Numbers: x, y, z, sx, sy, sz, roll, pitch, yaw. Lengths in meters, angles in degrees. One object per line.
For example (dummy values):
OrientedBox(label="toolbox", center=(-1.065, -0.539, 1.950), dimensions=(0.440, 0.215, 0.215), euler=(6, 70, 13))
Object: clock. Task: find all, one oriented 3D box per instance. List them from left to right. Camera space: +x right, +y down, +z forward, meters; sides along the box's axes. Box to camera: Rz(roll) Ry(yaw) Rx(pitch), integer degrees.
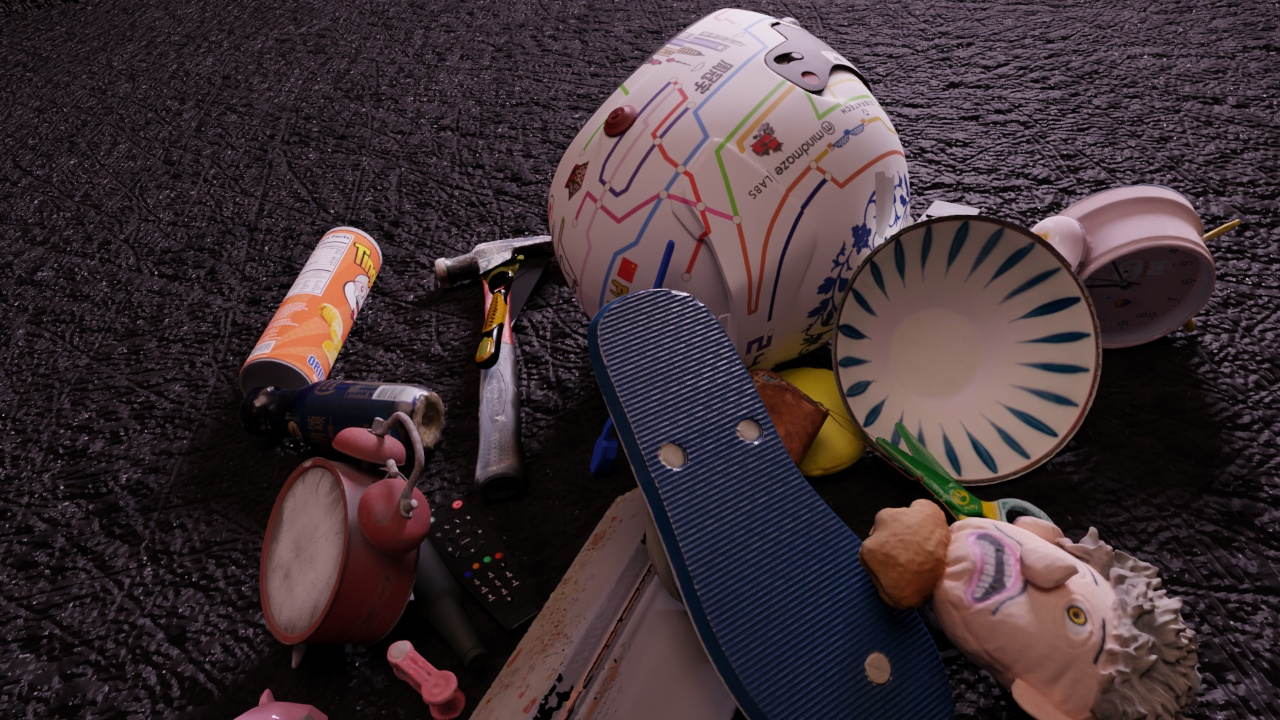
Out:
OrientedBox(label="clock", center=(-0.169, 0.103, 0.558), dimensions=(0.061, 0.157, 0.110), euler=(17, 26, -42))
OrientedBox(label="clock", center=(0.328, -0.061, 0.659), dimensions=(0.158, 0.117, 0.058), euler=(-5, 47, 4))

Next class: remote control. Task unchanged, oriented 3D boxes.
OrientedBox(label="remote control", center=(-0.104, 0.133, 0.602), dimensions=(0.039, 0.010, 0.125), euler=(-29, 41, -22))
OrientedBox(label="remote control", center=(0.244, -0.092, 0.797), dimensions=(0.045, 0.021, 0.140), euler=(22, 53, 37))

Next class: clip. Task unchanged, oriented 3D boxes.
OrientedBox(label="clip", center=(-0.126, 0.180, 0.527), dimensions=(0.059, 0.039, 0.022), euler=(19, 50, 38))

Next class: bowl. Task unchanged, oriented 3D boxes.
OrientedBox(label="bowl", center=(0.211, -0.006, 0.627), dimensions=(0.177, 0.177, 0.071), euler=(-13, -2, -2))

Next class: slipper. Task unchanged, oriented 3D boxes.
OrientedBox(label="slipper", center=(0.054, 0.094, 0.496), dimensions=(0.118, 0.060, 0.294), euler=(-19, 71, -31))

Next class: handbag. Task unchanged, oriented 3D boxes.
OrientedBox(label="handbag", center=(0.117, 0.079, 0.564), dimensions=(0.196, 0.043, 0.093), euler=(30, 92, 34))

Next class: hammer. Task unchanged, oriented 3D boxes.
OrientedBox(label="hammer", center=(-0.110, -0.010, 0.770), dimensions=(0.140, 0.036, 0.325), euler=(-12, 38, 1))

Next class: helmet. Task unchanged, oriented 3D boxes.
OrientedBox(label="helmet", center=(0.086, -0.119, 0.698), dimensions=(0.236, 0.232, 0.313), euler=(33, 56, 18))

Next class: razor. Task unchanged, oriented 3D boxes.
OrientedBox(label="razor", center=(-0.122, -0.040, 0.766), dimensions=(0.044, 0.021, 0.143), euler=(-25, 34, 17))

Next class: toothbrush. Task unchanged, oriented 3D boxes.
OrientedBox(label="toothbrush", center=(-0.004, 0.004, 0.611), dimensions=(0.011, 0.187, 0.016), euler=(6, 33, -21))

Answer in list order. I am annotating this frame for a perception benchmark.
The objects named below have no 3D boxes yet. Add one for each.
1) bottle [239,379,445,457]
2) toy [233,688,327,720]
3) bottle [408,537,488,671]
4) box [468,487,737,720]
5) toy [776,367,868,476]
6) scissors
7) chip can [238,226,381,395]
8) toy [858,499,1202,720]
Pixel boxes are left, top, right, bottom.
OrientedBox(label="bottle", center=(-0.233, 0.043, 0.713), dimensions=(0.161, 0.056, 0.056), euler=(2, 39, 17))
OrientedBox(label="toy", center=(-0.221, 0.241, 0.451), dimensions=(0.123, 0.067, 0.157), euler=(-7, 34, 7))
OrientedBox(label="bottle", center=(-0.128, 0.147, 0.573), dimensions=(0.033, 0.033, 0.123), euler=(-29, 41, -22))
OrientedBox(label="box", center=(-0.004, 0.163, 0.520), dimensions=(0.121, 0.095, 0.216), euler=(31, 48, 6))
OrientedBox(label="toy", center=(0.115, 0.042, 0.641), dimensions=(0.095, 0.041, 0.094), euler=(26, 57, 36))
OrientedBox(label="scissors", center=(0.201, 0.080, 0.560), dimensions=(0.078, 0.013, 0.132), euler=(-20, 59, -18))
OrientedBox(label="chip can", center=(-0.292, -0.041, 0.830), dimensions=(0.062, 0.062, 0.209), euler=(-5, 38, 7))
OrientedBox(label="toy", center=(0.196, 0.121, 0.458), dimensions=(0.176, 0.076, 0.132), euler=(23, 39, 5))
